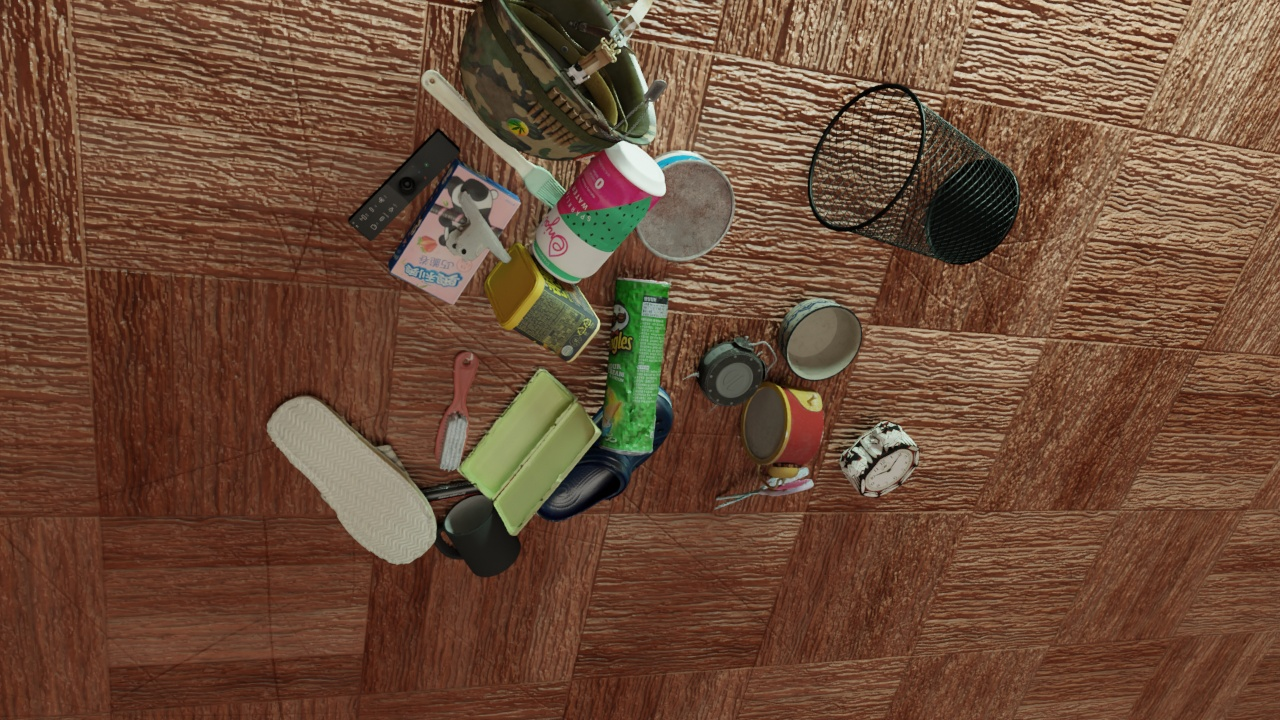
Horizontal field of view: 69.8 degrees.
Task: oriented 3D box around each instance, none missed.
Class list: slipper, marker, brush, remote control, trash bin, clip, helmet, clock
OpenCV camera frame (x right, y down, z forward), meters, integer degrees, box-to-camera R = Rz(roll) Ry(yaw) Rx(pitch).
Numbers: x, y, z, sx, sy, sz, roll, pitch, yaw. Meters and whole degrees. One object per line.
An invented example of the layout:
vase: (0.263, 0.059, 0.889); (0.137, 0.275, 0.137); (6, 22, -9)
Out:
slipper: (-0.367, 0.152, 1.185); (0.114, 0.054, 0.273); (-33, 113, 5)
marker: (-0.245, 0.177, 1.259); (0.145, 0.021, 0.024); (-9, 149, -14)
brush: (-0.166, -0.252, 1.057); (0.033, 0.012, 0.217); (-44, 120, 8)
brush: (-0.238, 0.069, 1.197); (0.041, 0.030, 0.173); (6, 115, -21)
remote control: (-0.270, -0.200, 1.048); (0.150, 0.013, 0.034); (-43, 122, 7)
trash bin: (0.352, -0.219, 1.156); (0.210, 0.184, 0.184); (16, 111, -31)
slipper: (-0.046, 0.141, 1.265); (0.253, 0.095, 0.105); (-43, 119, 11)
clip: (-0.194, -0.139, 1.058); (0.054, 0.041, 0.102); (-40, 124, -11)
helmet: (-0.064, -0.311, 0.945); (0.224, 0.192, 0.237); (31, 132, -16)
clock: (0.128, 0.014, 1.280); (0.123, 0.043, 0.091); (-37, 122, 3)
clock: (0.360, 0.143, 1.412); (0.115, 0.065, 0.154); (-41, 137, 6)
clock: (0.205, 0.108, 1.313); (0.081, 0.117, 0.159); (7, 108, -26)

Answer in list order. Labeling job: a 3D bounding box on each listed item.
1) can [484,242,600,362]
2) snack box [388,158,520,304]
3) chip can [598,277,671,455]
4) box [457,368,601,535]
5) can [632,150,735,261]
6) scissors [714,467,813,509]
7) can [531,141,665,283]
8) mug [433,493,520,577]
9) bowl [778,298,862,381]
can: (-0.118, -0.068, 1.103); (0.101, 0.130, 0.072); (33, 103, -33)
snack box: (-0.219, -0.149, 1.081); (0.088, 0.033, 0.154); (29, 105, -30)
chip can: (-0.007, 0.008, 1.171); (0.075, 0.075, 0.223); (5, 94, -21)
box: (-0.144, 0.120, 1.210); (0.188, 0.140, 0.048); (-52, 152, 11)
can: (0.049, -0.191, 1.141); (0.130, 0.044, 0.130); (-8, 120, -14)
scissors: (0.193, 0.190, 1.375); (0.171, 0.167, 0.014); (-19, 91, 36)
can: (-0.050, -0.173, 1.075); (0.088, 0.088, 0.166); (28, 121, -29)
mug: (-0.234, 0.245, 1.274); (0.114, 0.078, 0.088); (-11, 125, 19)
bowl: (0.244, -0.035, 1.282); (0.115, 0.059, 0.116); (-8, 120, -14)
